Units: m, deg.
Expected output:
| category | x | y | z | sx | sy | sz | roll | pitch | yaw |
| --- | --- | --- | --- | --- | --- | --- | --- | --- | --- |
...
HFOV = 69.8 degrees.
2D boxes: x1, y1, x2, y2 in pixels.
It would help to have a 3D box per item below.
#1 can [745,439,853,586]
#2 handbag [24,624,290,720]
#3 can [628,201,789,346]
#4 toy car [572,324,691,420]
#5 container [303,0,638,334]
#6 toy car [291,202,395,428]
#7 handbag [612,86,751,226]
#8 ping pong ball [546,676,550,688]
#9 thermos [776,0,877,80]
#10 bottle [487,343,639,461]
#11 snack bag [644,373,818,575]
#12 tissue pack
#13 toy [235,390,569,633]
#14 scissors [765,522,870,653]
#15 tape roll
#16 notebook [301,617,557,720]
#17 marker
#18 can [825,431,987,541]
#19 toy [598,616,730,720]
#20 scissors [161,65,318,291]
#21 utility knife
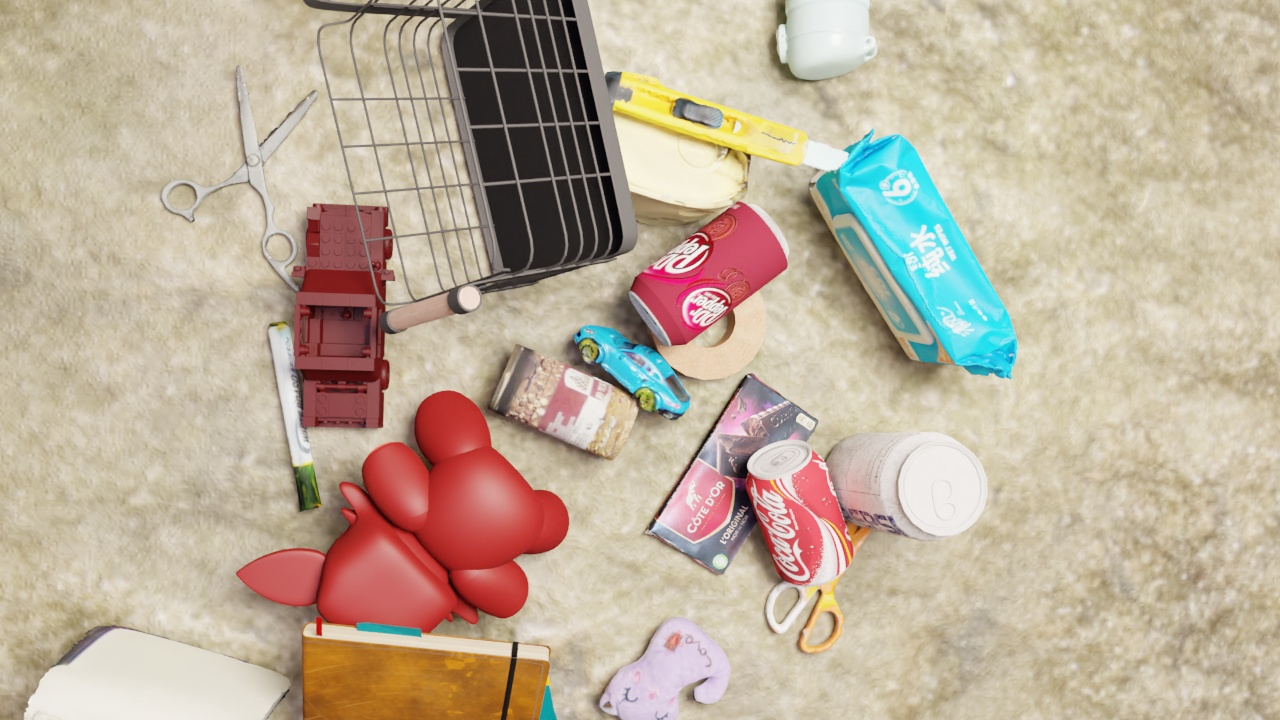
| category | x | y | z | sx | sy | sz | roll | pitch | yaw |
| --- | --- | --- | --- | --- | --- | --- | --- | --- | --- |
| can | 0.124 | 0.120 | 0.719 | 0.064 | 0.064 | 0.105 | -24 | 111 | -6 |
| handbag | -0.338 | 0.258 | 0.620 | 0.151 | 0.176 | 0.074 | 19 | 90 | -8 |
| can | 0.051 | -0.064 | 0.687 | 0.114 | 0.063 | 0.063 | -37 | 96 | -5 |
| toy car | -0.004 | 0.004 | 0.709 | 0.105 | 0.048 | 0.032 | 39 | 109 | 9 |
| container | -0.120 | -0.152 | 0.620 | 0.130 | 0.163 | 0.241 | -15 | 94 | -41 |
| toy car | -0.222 | -0.033 | 0.684 | 0.070 | 0.062 | 0.170 | 2 | 91 | -8 |
| handbag | 0.019 | -0.144 | 0.683 | 0.111 | 0.119 | 0.081 | 16 | 87 | -7 |
| ping pong ball | -0.091 | 0.256 | 0.719 | 0.040 | 0.040 | 0.040 | 0 | 92 | -7 |
| thermos | 0.146 | -0.329 | 0.720 | 0.078 | 0.065 | 0.207 | 0 | 92 | 16 |
| bottle | -0.059 | 0.033 | 0.709 | 0.105 | 0.056 | 0.056 | 24 | 88 | -7 |
| snack bag | 0.076 | 0.093 | 0.748 | 0.074 | 0.018 | 0.155 | 32 | 89 | -10 |
| tissue pack | 0.210 | -0.076 | 0.711 | 0.066 | 0.117 | 0.209 | -33 | 95 | 0 |
| toy | -0.159 | 0.136 | 0.668 | 0.197 | 0.120 | 0.158 | -42 | 107 | -11 |
| scissors | 0.151 | 0.175 | 0.763 | 0.073 | 0.012 | 0.131 | 26 | 85 | -4 |
| tape roll | 0.052 | -0.032 | 0.735 | 0.094 | 0.027 | 0.094 | 0 | 92 | -7 |
| notebook | -0.151 | 0.275 | 0.661 | 0.178 | 0.014 | 0.250 | 8 | 122 | -7 |
| marker | -0.265 | 0.043 | 0.703 | 0.017 | 0.017 | 0.146 | -10 | 93 | -7 |
| can | 0.198 | 0.093 | 0.700 | 0.078 | 0.136 | 0.078 | 1 | 85 | -9 |
| toy | 0.023 | 0.259 | 0.736 | 0.080 | 0.036 | 0.099 | 40 | 85 | -6 |
| scissors | -0.288 | -0.135 | 0.697 | 0.141 | 0.014 | 0.171 | -28 | 96 | -2 |
| utility knife | 0.058 | -0.161 | 0.623 | 0.175 | 0.017 | 0.030 | 16 | 88 | -10 |
